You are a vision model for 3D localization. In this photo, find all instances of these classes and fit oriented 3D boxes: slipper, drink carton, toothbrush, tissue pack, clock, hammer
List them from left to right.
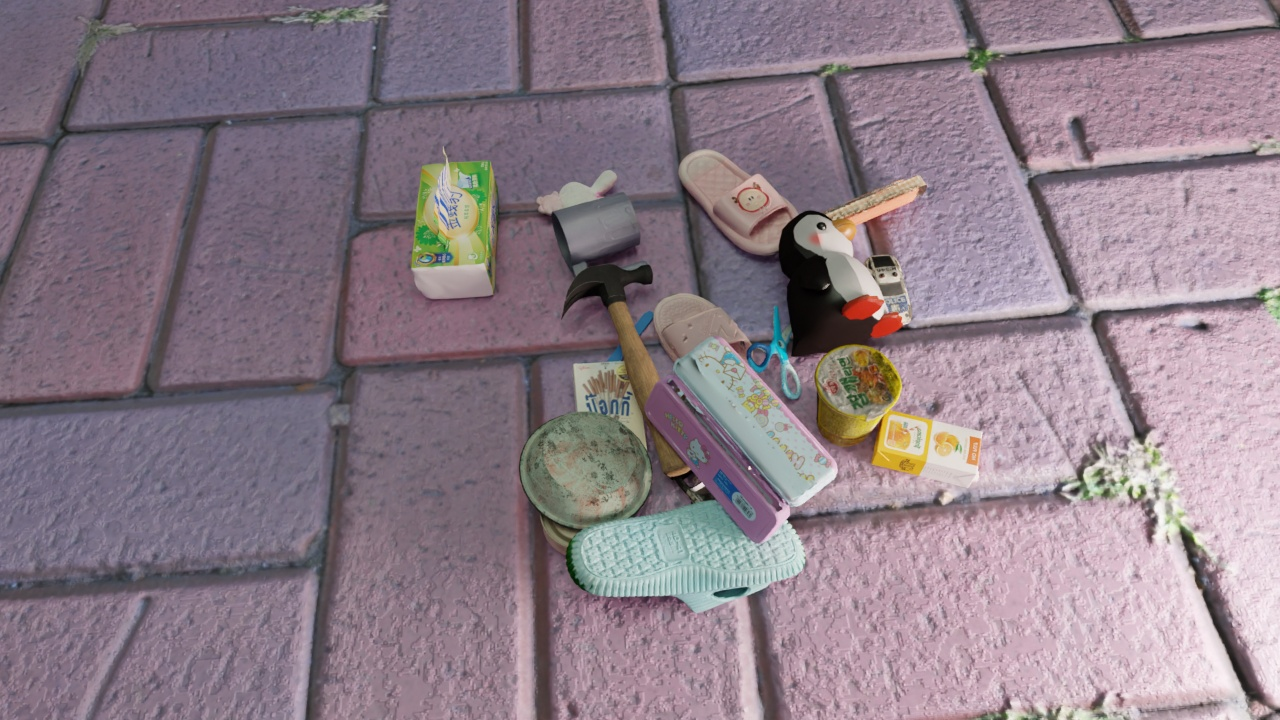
[{"bbox_3d":[-0.259,-0.201,1.263,0.120,0.142,0.197,-9,59,-3],"label":"tissue pack"},{"bbox_3d":[-0.086,0.175,1.079,0.141,0.055,0.092,38,60,16],"label":"clock"},{"bbox_3d":[-0.029,-0.005,1.212,0.016,0.014,0.166,27,60,18],"label":"toothbrush"},{"bbox_3d":[-0.007,0.007,1.148,0.132,0.040,0.305,-9,59,-19],"label":"hammer"},{"bbox_3d":[0.050,0.222,1.036,0.276,0.070,0.115,-4,53,-16],"label":"slipper"},{"bbox_3d":[0.098,-0.003,1.172,0.094,0.064,0.239,-24,62,-11],"label":"slipper"},{"bbox_3d":[0.142,-0.234,1.315,0.106,0.056,0.221,-34,62,-19],"label":"slipper"},{"bbox_3d":[0.348,0.107,1.106,0.122,0.040,0.058,13,60,11],"label":"drink carton"}]

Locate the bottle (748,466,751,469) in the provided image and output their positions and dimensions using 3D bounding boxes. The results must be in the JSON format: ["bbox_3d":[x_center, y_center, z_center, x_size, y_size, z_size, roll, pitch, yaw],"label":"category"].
[{"bbox_3d":[0.103,0.108,1.098,0.063,0.063,0.109,-27,84,-13],"label":"bottle"}]

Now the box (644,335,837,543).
[{"bbox_3d":[0.103,0.086,1.024,0.140,0.062,0.214,-48,69,18],"label":"box"}]

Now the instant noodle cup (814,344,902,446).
[{"bbox_3d":[0.253,0.051,1.105,0.102,0.108,0.102,-1,59,2],"label":"instant noodle cup"}]

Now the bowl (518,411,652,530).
[{"bbox_3d":[-0.061,0.118,1.064,0.157,0.039,0.157,5,54,-8],"label":"bowl"}]

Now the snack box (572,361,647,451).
[{"bbox_3d":[-0.039,0.072,1.143,0.082,0.026,0.149,-2,62,-10],"label":"snack box"}]

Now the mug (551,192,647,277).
[{"bbox_3d":[-0.055,-0.163,1.275,0.104,0.084,0.124,-20,84,-11],"label":"mug"}]

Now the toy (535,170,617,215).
[{"bbox_3d":[-0.088,-0.232,1.335,0.125,0.037,0.076,-16,63,-6],"label":"toy"}]

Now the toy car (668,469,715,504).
[{"bbox_3d":[0.063,0.140,1.102,0.040,0.037,0.092,-33,63,-16],"label":"toy car"}]

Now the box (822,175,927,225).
[{"bbox_3d":[0.315,-0.219,1.297,0.187,0.055,0.076,-24,28,-13],"label":"box"}]

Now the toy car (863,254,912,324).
[{"bbox_3d":[0.332,-0.097,1.230,0.048,0.041,0.112,-6,59,0],"label":"toy car"}]

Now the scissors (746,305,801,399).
[{"bbox_3d":[0.169,-0.021,1.177,0.113,0.013,0.140,21,56,-32],"label":"scissors"}]

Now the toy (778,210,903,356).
[{"bbox_3d":[0.231,-0.106,1.190,0.140,0.159,0.183,-30,58,26],"label":"toy"}]
